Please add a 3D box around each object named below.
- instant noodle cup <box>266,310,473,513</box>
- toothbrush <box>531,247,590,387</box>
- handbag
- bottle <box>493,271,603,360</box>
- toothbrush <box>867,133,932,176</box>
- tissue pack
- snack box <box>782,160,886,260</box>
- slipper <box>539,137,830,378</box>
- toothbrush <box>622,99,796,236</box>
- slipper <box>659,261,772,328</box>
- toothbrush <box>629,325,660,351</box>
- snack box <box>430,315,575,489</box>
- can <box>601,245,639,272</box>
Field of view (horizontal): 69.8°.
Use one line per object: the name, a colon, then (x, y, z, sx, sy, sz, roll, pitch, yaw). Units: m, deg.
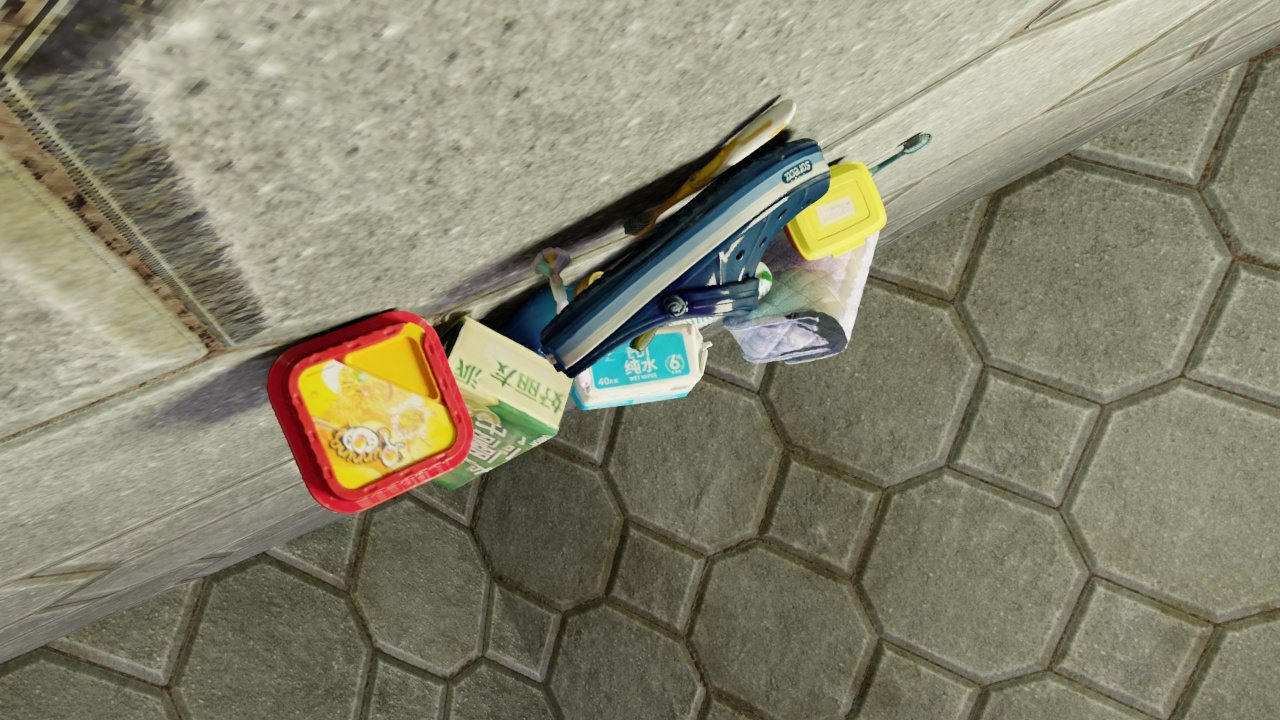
instant noodle cup: (-0.195, 0.036, 0.643, 0.115, 0.116, 0.124, -24, -172, -28)
toothbrush: (-0.057, -0.027, 0.731, 0.029, 0.021, 0.189, -15, 150, -3)
handbag: (0.174, -0.083, 0.972, 0.134, 0.075, 0.193, -10, -140, 37)
bottle: (-0.090, -0.023, 0.821, 0.065, 0.065, 0.219, -23, 175, -39)
toothbrush: (0.233, -0.197, 1.008, 0.192, 0.016, 0.018, -29, 166, 38)
tissue pack: (-0.005, 0.005, 0.882, 0.140, 0.063, 0.090, -8, 168, -8)
snack box: (0.183, -0.145, 0.903, 0.091, 0.082, 0.080, -25, -173, 0)
slipper: (0.044, -0.063, 0.659, 0.252, 0.095, 0.105, -37, -169, -4)
toothbrush: (0.040, -0.127, 0.630, 0.018, 0.016, 0.192, -13, 170, -36)
slipper: (0.018, -0.062, 0.938, 0.246, 0.074, 0.103, -19, 172, 33)
toothbrush: (0.049, -0.077, 0.858, 0.185, 0.012, 0.017, -51, -156, -20)
snack box: (-0.168, 0.047, 0.842, 0.241, 0.114, 0.063, -30, -143, 51)
can: (0.021, -0.081, 0.809, 0.148, 0.058, 0.057, -29, 176, 42)
